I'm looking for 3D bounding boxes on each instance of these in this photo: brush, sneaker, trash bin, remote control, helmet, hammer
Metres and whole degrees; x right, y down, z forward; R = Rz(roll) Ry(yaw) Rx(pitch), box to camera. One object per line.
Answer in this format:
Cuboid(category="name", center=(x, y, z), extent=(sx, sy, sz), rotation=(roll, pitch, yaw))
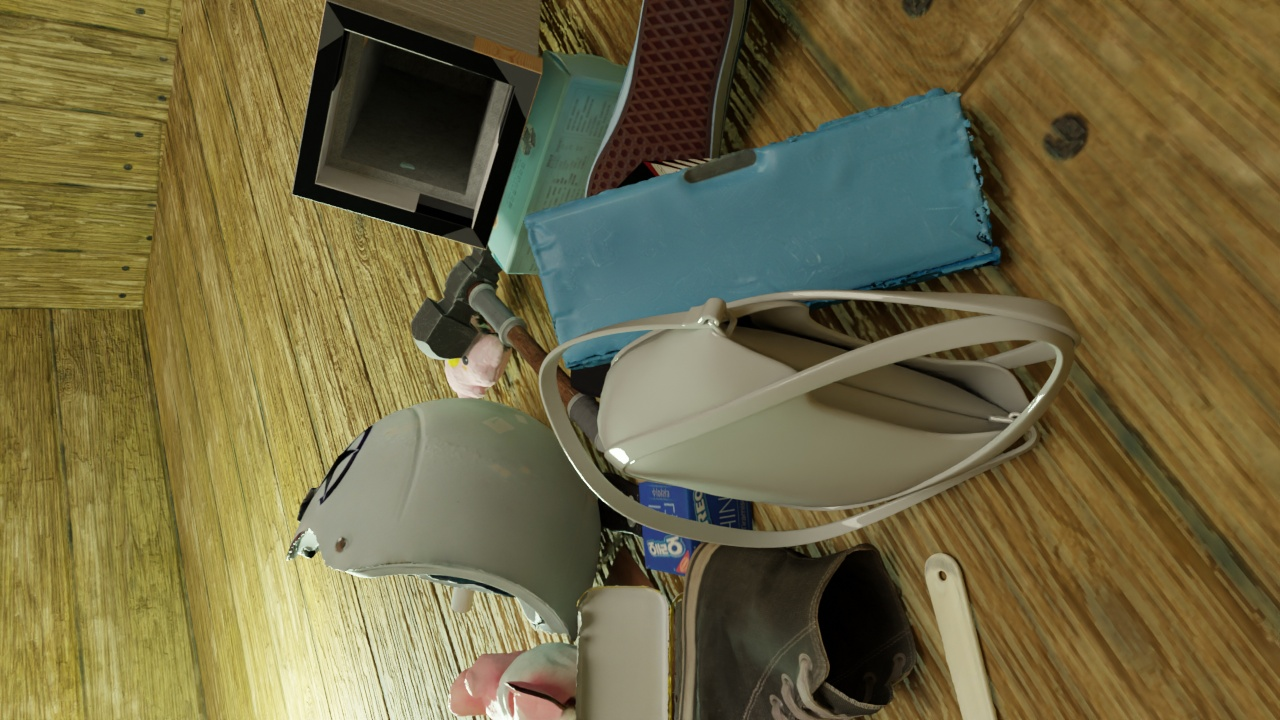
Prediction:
Cuboid(category="brush", center=(0.178, 0.207, 0.465), extent=(0.033, 0.012, 0.217), rotation=(-29, 67, 52))
Cuboid(category="sneaker", center=(0.088, 0.216, 0.515), extent=(0.120, 0.095, 0.234), rotation=(-16, 65, 53))
Cuboid(category="trash bin", center=(-0.166, -0.228, 0.732), extent=(0.246, 0.142, 0.143), rotation=(-97, 26, -53))
Cuboid(category="remote control", center=(-0.006, 0.016, 0.608), extent=(0.137, 0.015, 0.032), rotation=(9, 99, 52))
Cuboid(category="remote control", center=(0.001, 0.117, 0.707), extent=(0.125, 0.009, 0.046), rotation=(6, 97, 54))
Cuboid(category="helmet", center=(-0.145, 0.118, 0.748), extent=(0.265, 0.236, 0.163), rotation=(-29, 42, 66))
Cuboid(category="hammer", center=(-0.088, -0.006, 0.747), extent=(0.156, 0.043, 0.322), rotation=(-56, 43, 8))
Cuboid(category="sneaker", center=(0.026, -0.175, 0.626), extent=(0.098, 0.083, 0.242), rotation=(-66, -5, -48))

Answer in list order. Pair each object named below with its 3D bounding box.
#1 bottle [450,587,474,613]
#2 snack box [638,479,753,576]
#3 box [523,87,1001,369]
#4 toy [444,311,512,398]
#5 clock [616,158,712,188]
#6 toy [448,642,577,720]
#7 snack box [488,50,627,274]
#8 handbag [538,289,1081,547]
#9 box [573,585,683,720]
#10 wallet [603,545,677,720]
Cuboid(category="bottle", center=(-0.163, 0.161, 0.903), extent=(0.052, 0.052, 0.195), rotation=(35, 120, 48))
Cuboid(category="snack box", center=(0.031, 0.040, 0.620), extent=(0.056, 0.057, 0.206), rotation=(-9, 85, 56))
Cuboid(category="box", center=(0.056, -0.064, 0.473), extent=(0.232, 0.048, 0.093), rotation=(-13, 83, 13))
Cuboid(category="toy", center=(-0.164, -0.004, 0.895), extent=(0.102, 0.050, 0.093), rotation=(49, 121, 43))
Cuboid(category="clock", center=(0.038, -0.054, 0.552), extent=(0.154, 0.114, 0.065), rotation=(58, 161, 18))
Cuboid(category="toy", center=(-0.066, 0.270, 0.716), extent=(0.084, 0.142, 0.214), rotation=(-61, 12, -26))
Cuboid(category="snack box", center=(-0.059, -0.150, 0.722), extent=(0.053, 0.074, 0.175), rotation=(52, 132, 39))
Cuboid(category="handbag", center=(0.084, 0.020, 0.415), extent=(0.223, 0.215, 0.095), rotation=(-30, 52, 56))
Cuboid(category="box", center=(0.018, 0.255, 0.600), extent=(0.038, 0.130, 0.209), rotation=(46, -136, -77))
Cuboid(category="wallet", center=(0.005, 0.214, 0.703), extent=(0.121, 0.013, 0.088), rotation=(48, 130, 38))
